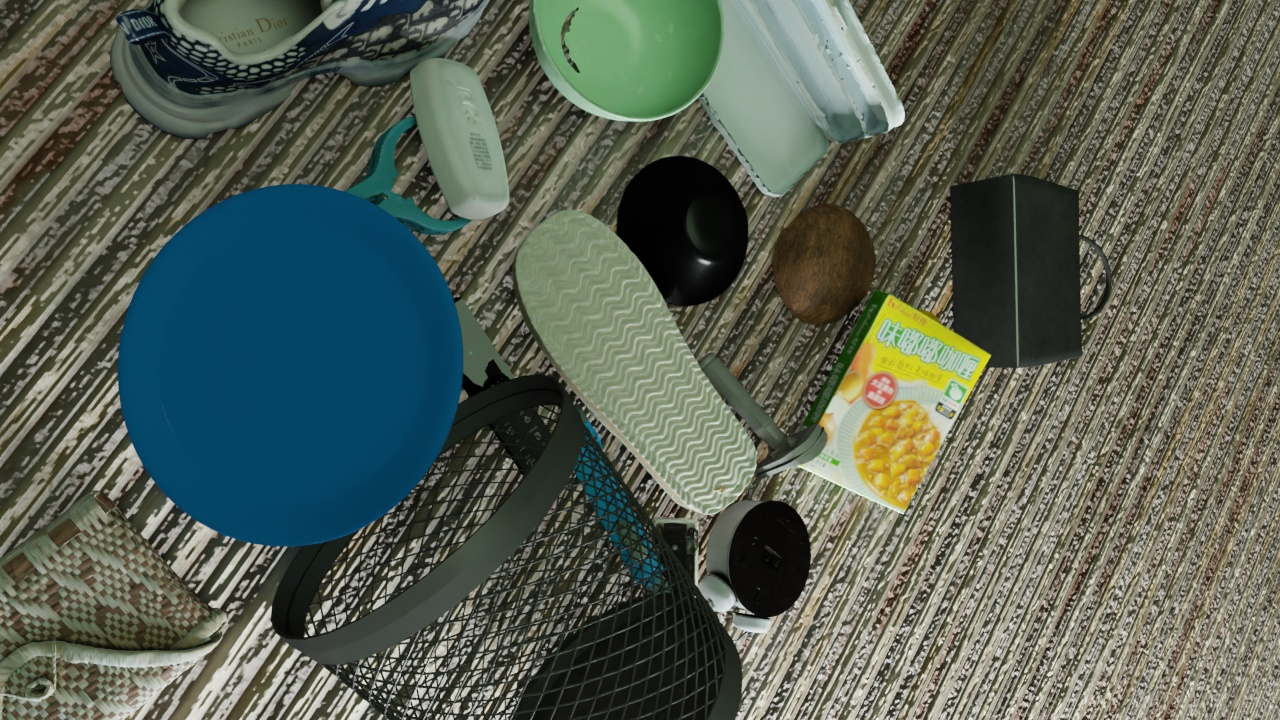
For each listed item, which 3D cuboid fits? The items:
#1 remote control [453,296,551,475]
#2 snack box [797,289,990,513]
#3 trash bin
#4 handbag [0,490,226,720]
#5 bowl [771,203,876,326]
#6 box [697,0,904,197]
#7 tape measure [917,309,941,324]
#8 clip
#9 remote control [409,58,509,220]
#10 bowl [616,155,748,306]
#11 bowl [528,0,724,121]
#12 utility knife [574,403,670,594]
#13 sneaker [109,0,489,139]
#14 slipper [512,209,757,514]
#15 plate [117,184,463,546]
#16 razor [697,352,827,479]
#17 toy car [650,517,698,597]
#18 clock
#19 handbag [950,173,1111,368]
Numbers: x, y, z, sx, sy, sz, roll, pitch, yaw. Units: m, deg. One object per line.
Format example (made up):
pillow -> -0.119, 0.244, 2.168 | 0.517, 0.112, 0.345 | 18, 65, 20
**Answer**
remote control -> -0.108, 0.024, 0.683 | 0.034, 0.013, 0.150 | -37, 106, -21
snack box -> 0.222, 0.040, 0.817 | 0.132, 0.027, 0.168 | 26, 94, -24
trash bin -> -0.073, 0.166, 0.597 | 0.217, 0.218, 0.227 | -44, 112, -19
handbag -> -0.361, 0.181, 0.544 | 0.185, 0.047, 0.124 | -41, 106, -20
bowl -> 0.170, -0.086, 0.811 | 0.114, 0.026, 0.102 | -41, 107, -20
box -> 0.114, -0.246, 0.739 | 0.129, 0.105, 0.210 | -45, 108, -15
tape measure -> 0.250, -0.019, 0.848 | 0.058, 0.030, 0.068 | -44, 114, -18
clip -> -0.164, -0.109, 0.641 | 0.120, 0.033, 0.122 | 34, 65, -33
remote control -> -0.126, -0.155, 0.647 | 0.060, 0.028, 0.114 | -13, 86, -57
bowl -> 0.048, -0.107, 0.736 | 0.124, 0.053, 0.124 | 0, 91, -26
bowl -> -0.019, -0.248, 0.687 | 0.150, 0.077, 0.151 | 0, 91, -24
utility knife -> -0.007, 0.136, 0.712 | 0.031, 0.015, 0.220 | -29, 92, 3
sneaker -> -0.192, -0.232, 0.574 | 0.268, 0.133, 0.103 | -31, 102, -24
slipper -> -0.004, 0.004, 0.714 | 0.114, 0.052, 0.263 | -41, 103, -22
plate -> -0.218, 0.002, 0.577 | 0.224, 0.024, 0.224 | 0, 86, 7
razor -> 0.090, 0.041, 0.757 | 0.047, 0.088, 0.116 | -41, 88, -20
toy car -> 0.027, 0.181, 0.738 | 0.039, 0.039, 0.113 | 1, 89, 3
clock -> 0.092, 0.172, 0.760 | 0.094, 0.035, 0.122 | 42, 64, -28
handbag -> 0.404, -0.085, 0.907 | 0.195, 0.072, 0.176 | -3, 92, -30
